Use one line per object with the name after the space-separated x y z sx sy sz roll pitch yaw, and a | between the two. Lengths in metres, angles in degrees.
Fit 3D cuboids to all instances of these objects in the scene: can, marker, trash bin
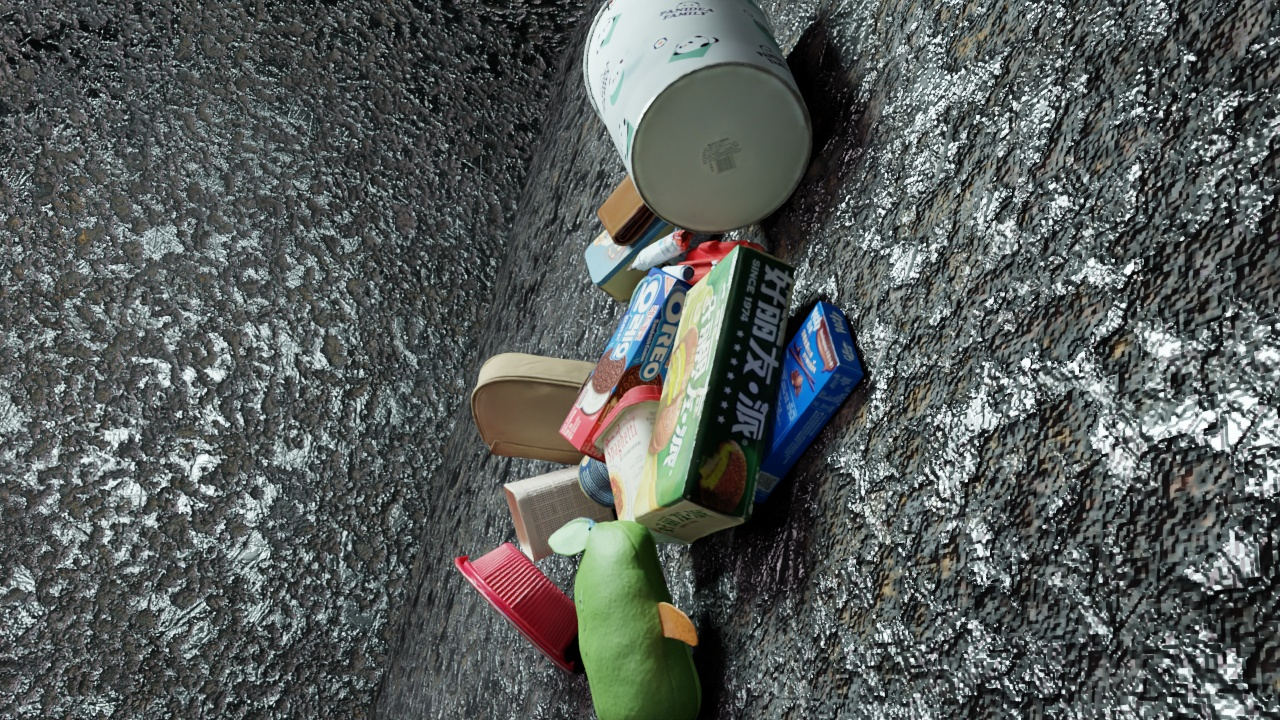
-0.017 0.112 1.043 0.111 0.075 0.075 129 154 -49 | can
0.039 -0.103 1.062 0.131 0.018 0.022 -161 90 -76 | marker
0.063 -0.278 0.989 0.251 0.229 0.230 -102 34 -52 | trash bin

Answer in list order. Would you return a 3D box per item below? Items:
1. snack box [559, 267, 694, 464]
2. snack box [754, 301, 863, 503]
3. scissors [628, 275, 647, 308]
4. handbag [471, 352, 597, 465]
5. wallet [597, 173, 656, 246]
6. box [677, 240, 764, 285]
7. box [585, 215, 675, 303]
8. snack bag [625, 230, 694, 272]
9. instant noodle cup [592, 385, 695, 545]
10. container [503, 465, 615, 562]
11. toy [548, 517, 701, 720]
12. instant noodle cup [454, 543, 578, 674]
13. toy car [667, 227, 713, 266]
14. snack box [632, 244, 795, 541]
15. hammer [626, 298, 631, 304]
-0.006 0.006 0.961 0.207 0.057 0.058 -60 33 2 | snack box
0.124 0.036 0.758 0.084 0.026 0.157 -91 26 -51 | snack box
0.013 -0.046 1.092 0.180 0.019 0.139 163 116 -71 | scissors
-0.113 0.064 1.195 0.099 0.204 0.148 -81 0 -58 | handbag
-0.001 -0.209 1.169 0.125 0.032 0.101 -46 34 14 | wallet
0.074 -0.052 1.012 0.201 0.038 0.158 -165 84 -73 | box
0.011 -0.164 1.193 0.185 0.059 0.089 -45 38 20 | box
0.027 -0.132 1.105 0.106 0.026 0.045 -23 19 39 | snack bag
0.023 0.104 0.880 0.117 0.116 0.124 129 143 -48 | instant noodle cup
-0.099 0.183 1.134 0.090 0.110 0.090 177 76 -73 | container
-0.005 0.249 0.785 0.228 0.089 0.246 -37 59 54 | toy
-0.133 0.284 1.099 0.065 0.194 0.194 -47 12 -13 | instant noodle cup
0.064 -0.153 1.126 0.031 0.049 0.106 -86 21 -47 | toy car
0.065 0.029 0.796 0.115 0.063 0.239 139 149 -62 | snack box
0.012 -0.026 1.185 0.126 0.032 0.322 127 156 -46 | hammer
